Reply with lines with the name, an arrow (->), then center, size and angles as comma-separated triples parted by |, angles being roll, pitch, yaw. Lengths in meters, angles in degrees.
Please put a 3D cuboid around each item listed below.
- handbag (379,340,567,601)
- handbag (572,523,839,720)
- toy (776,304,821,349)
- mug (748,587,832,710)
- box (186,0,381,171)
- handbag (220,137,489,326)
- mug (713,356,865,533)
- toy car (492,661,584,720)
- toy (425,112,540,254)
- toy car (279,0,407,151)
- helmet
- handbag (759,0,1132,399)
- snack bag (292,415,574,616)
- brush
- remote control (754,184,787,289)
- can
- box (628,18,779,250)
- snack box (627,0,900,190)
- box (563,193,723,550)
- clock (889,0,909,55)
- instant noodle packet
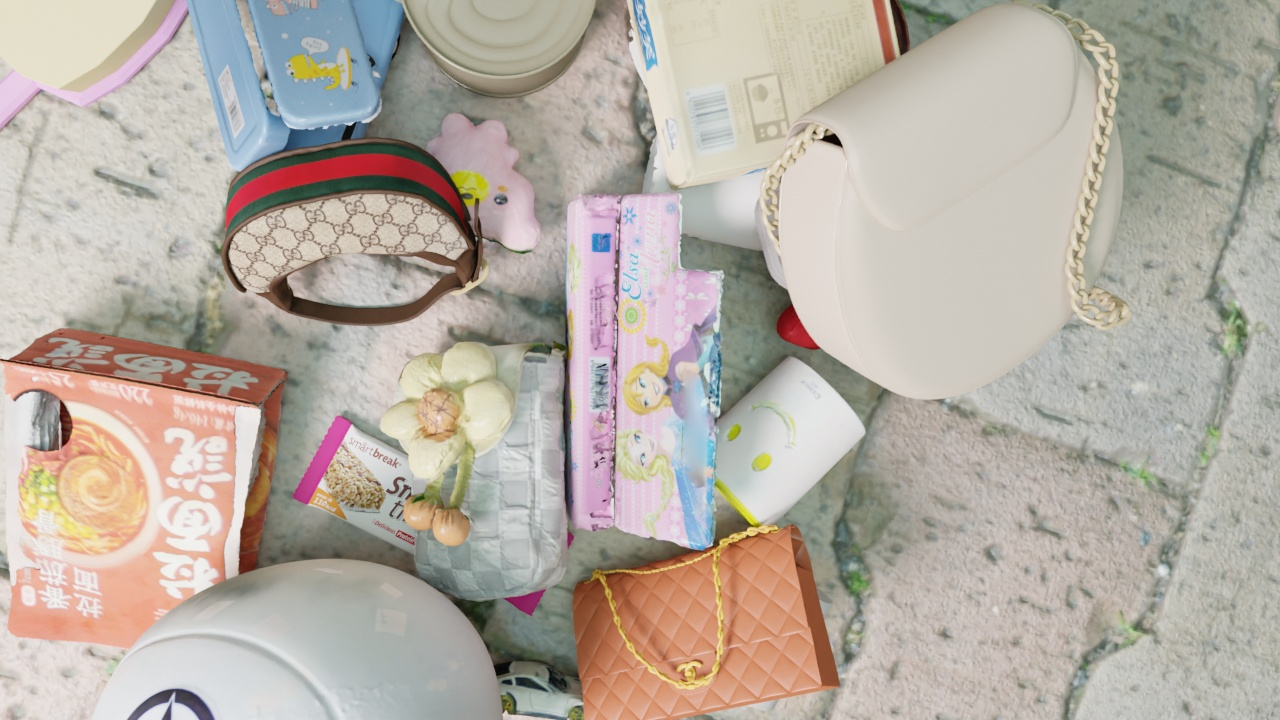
handbag -> -0.109, 0.075, 0.610 | 0.113, 0.123, 0.171 | -5, 85, 20
handbag -> 0.036, 0.185, 0.634 | 0.172, 0.060, 0.108 | -20, 63, 22
toy -> 0.156, -0.069, 0.675 | 0.124, 0.096, 0.132 | 21, 110, -2
mug -> 0.075, 0.192, 0.685 | 0.105, 0.073, 0.089 | 29, 91, 18
box -> -0.244, -0.232, 0.582 | 0.121, 0.049, 0.209 | -21, 80, 15
handbag -> -0.184, -0.075, 0.608 | 0.166, 0.138, 0.063 | -11, 56, -2
mug -> 0.097, 0.061, 0.666 | 0.106, 0.082, 0.082 | -43, 98, -2
toy car -> -0.074, 0.243, 0.678 | 0.105, 0.048, 0.033 | 12, 89, -7
toy -> -0.117, -0.123, 0.642 | 0.102, 0.050, 0.093 | 8, 103, -8
toy car -> -0.208, -0.187, 0.625 | 0.056, 0.055, 0.153 | 20, 92, -8
helmet -> -0.217, 0.207, 0.570 | 0.265, 0.236, 0.163 | -6, 85, 30
handbag -> 0.193, -0.084, 0.552 | 0.210, 0.103, 0.209 | -32, 121, -10
snack bag -> -0.151, 0.116, 0.675 | 0.196, 0.016, 0.070 | 29, 89, -8
brush -> -0.404, -0.199, 0.607 | 0.089, 0.043, 0.228 | 45, 88, -8
remote control -> 0.149, -0.093, 0.621 | 0.151, 0.019, 0.074 | -13, 86, -20
can -> -0.095, -0.248, 0.624 | 0.127, 0.073, 0.128 | 0, 94, -7
box -> 0.044, -0.157, 0.646 | 0.136, 0.083, 0.144 | 8, 101, -6
snack box -> 0.073, -0.226, 0.578 | 0.153, 0.055, 0.207 | -14, 96, -7
box -> -0.015, 0.004, 0.614 | 0.066, 0.159, 0.230 | -3, 98, -34
clock -> 0.112, -0.227, 0.650 | 0.120, 0.072, 0.157 | -38, 98, -3
instant noodle packet -> -0.350, 0.104, 0.639 | 0.164, 0.084, 0.221 | 11, 105, -8
